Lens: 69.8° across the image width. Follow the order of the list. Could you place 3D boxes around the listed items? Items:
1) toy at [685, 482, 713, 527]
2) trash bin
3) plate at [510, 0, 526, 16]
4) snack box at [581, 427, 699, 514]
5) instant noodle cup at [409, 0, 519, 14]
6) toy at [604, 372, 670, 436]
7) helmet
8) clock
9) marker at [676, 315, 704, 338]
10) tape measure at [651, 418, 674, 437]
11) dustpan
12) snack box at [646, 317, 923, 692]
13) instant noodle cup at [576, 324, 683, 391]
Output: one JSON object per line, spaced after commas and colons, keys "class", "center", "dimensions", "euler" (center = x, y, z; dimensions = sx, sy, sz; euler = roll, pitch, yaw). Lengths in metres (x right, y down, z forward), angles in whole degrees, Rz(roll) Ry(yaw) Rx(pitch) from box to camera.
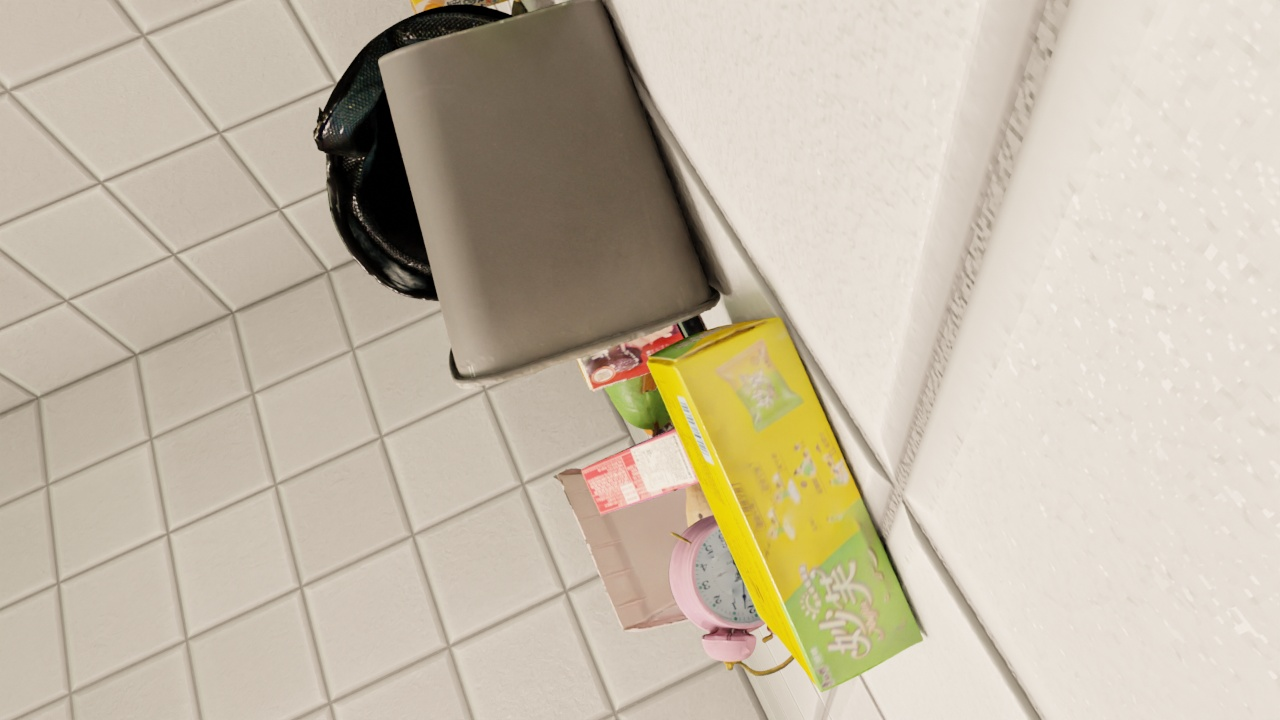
{"class": "toy", "center": [0.086, 0.182, 0.993], "dimensions": [0.143, 0.082, 0.226], "euler": [40, 153, 57]}
{"class": "trash bin", "center": [-0.074, -0.123, 0.660], "dimensions": [0.199, 0.198, 0.220], "euler": [-137, 30, -73]}
{"class": "plate", "center": [-0.114, -0.315, 1.036], "dimensions": [0.179, 0.024, 0.179], "euler": [154, 91, -85]}
{"class": "snack box", "center": [0.019, 0.105, 0.918], "dimensions": [0.208, 0.057, 0.058], "euler": [-29, 83, 54]}
{"class": "instant noodle cup", "center": [-0.198, -0.415, 0.933], "dimensions": [0.138, 0.109, 0.138], "euler": [155, 91, -84]}
{"class": "toy", "center": [-0.006, 0.006, 1.055], "dimensions": [0.246, 0.090, 0.227], "euler": [-116, 18, -53]}
{"class": "helmet", "center": [-0.169, -0.197, 0.865], "dimensions": [0.233, 0.275, 0.229], "euler": [27, -150, -13]}
{"class": "clock", "center": [0.097, 0.221, 0.876], "dimensions": [0.158, 0.117, 0.060], "euler": [67, 164, 7]}
{"class": "marker", "center": [0.064, 0.017, 0.770], "dimensions": [0.022, 0.020, 0.132], "euler": [96, 149, -82]}
{"class": "tape measure", "center": [0.035, 0.075, 1.149], "dimensions": [0.058, 0.057, 0.039], "euler": [41, -173, -30]}
{"class": "dustpan", "center": [0.031, 0.247, 1.202], "dimensions": [0.222, 0.273, 0.139], "euler": [66, 151, 30]}
{"class": "snack box", "center": [0.082, 0.080, 0.585], "dimensions": [0.158, 0.070, 0.210], "euler": [-175, 60, -85]}
{"class": "instant noodle cup", "center": [-0.019, -0.041, 0.857], "dimensions": [0.138, 0.108, 0.138], "euler": [154, 91, -85]}
